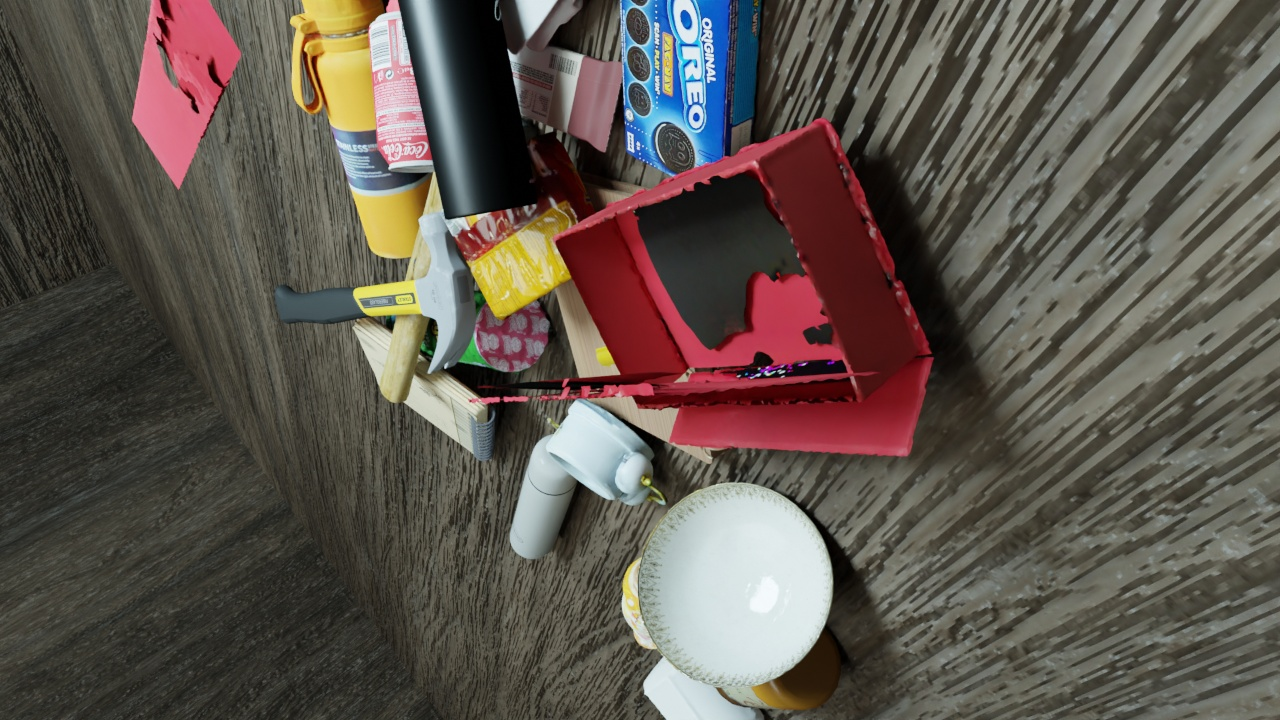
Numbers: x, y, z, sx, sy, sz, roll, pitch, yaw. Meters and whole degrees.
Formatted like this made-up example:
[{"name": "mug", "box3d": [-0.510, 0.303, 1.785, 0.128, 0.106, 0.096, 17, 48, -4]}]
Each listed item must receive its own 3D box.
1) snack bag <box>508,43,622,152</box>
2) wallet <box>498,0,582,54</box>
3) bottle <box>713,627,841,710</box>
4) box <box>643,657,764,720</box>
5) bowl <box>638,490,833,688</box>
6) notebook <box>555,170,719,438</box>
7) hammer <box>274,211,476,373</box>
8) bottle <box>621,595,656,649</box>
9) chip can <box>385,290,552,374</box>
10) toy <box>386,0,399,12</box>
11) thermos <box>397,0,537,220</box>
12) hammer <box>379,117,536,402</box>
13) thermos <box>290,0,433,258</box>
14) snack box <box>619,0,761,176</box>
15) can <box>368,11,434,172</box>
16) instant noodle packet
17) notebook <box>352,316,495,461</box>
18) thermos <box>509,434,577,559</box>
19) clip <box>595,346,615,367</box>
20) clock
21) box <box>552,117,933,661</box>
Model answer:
[{"name": "snack bag", "box3d": [-0.068, -0.188, 0.619, 0.158, 0.013, 0.057, 30, 114, 38]}, {"name": "wallet", "box3d": [-0.061, -0.246, 0.555, 0.116, 0.032, 0.086, -14, 96, 62]}, {"name": "bottle", "box3d": [0.095, 0.252, 0.760, 0.068, 0.067, 0.157, 56, 151, 2]}, {"name": "box", "box3d": [0.051, 0.346, 0.848, 0.137, 0.143, 0.083, 49, 123, 9]}, {"name": "bowl", "box3d": [0.076, 0.167, 0.679, 0.145, 0.145, 0.063, 39, -177, 29]}, {"name": "notebook", "box3d": [-0.008, -0.034, 0.684, 0.169, 0.022, 0.211, 24, 137, 45]}, {"name": "hammer", "box3d": [-0.250, -0.053, 0.828, 0.324, 0.029, 0.127, 0, 105, 45]}, {"name": "bottle", "box3d": [0.013, 0.232, 0.867, 0.063, 0.063, 0.109, 39, 144, 29]}, {"name": "chip can", "box3d": [-0.173, -0.034, 0.880, 0.224, 0.075, 0.075, 8, 125, 54]}, {"name": "toy", "box3d": [-0.158, -0.286, 0.640, 0.135, 0.045, 0.091, -19, 100, 54]}, {"name": "thermos", "box3d": [-0.116, -0.208, 0.573, 0.061, 0.061, 0.231, 6, 109, 54]}, {"name": "hammer", "box3d": [-0.182, -0.091, 0.786, 0.132, 0.033, 0.331, 44, 130, 23]}, {"name": "thermos", "box3d": [-0.231, -0.200, 0.786, 0.076, 0.091, 0.233, 15, 133, 24]}, {"name": "snack box", "box3d": [0.026, -0.168, 0.499, 0.082, 0.027, 0.150, 35, 144, 35]}, {"name": "can", "box3d": [-0.160, -0.192, 0.662, 0.064, 0.064, 0.105, 6, 101, 54]}, {"name": "instant noodle packet", "box3d": [-0.085, -0.093, 0.656, 0.136, 0.039, 0.098, -25, 89, 43]}, {"name": "notebook", "box3d": [-0.227, 0.037, 0.990, 0.167, 0.024, 0.226, 36, 161, 2]}, {"name": "thermos", "box3d": [-0.101, 0.146, 0.965, 0.052, 0.052, 0.225, 48, 149, 16]}, {"name": "clip", "box3d": [-0.003, 0.001, 0.671, 0.049, 0.044, 0.054, 30, 159, -22]}, {"name": "clock", "box3d": [-0.024, 0.083, 0.772, 0.117, 0.057, 0.083, 34, 165, 14]}, {"name": "box", "box3d": [0.063, 0.142, 0.518, 0.216, 0.140, 0.511, -5, 98, 57]}]
